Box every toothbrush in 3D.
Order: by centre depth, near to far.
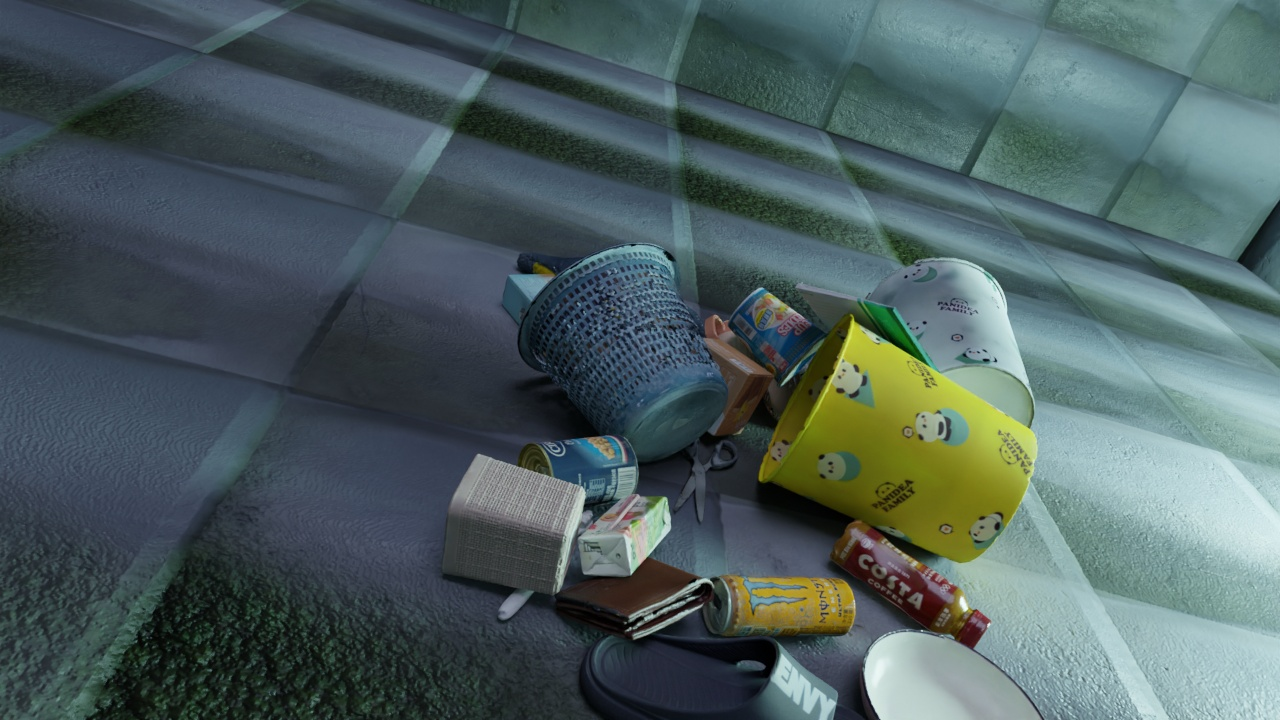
[{"bbox_3d":[-0.089,0.196,0.894,0.016,0.016,0.179,18,28,18],"label":"toothbrush"}]

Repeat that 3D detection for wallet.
[{"bbox_3d":[-0.006,0.218,0.859,0.101,0.032,0.124,6,12,43],"label":"wallet"}]

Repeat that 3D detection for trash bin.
[{"bbox_3d":[-0.007,0.006,1.097,0.226,0.227,0.195,-6,51,-38],"label":"trash bin"},{"bbox_3d":[0.307,0.102,1.100,0.255,0.230,0.229,28,30,3],"label":"trash bin"},{"bbox_3d":[0.449,0.010,1.347,0.229,0.230,0.251,16,35,-7],"label":"trash bin"}]

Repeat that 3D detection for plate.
[{"bbox_3d":[0.291,0.339,0.860,0.192,0.039,0.192,15,29,-9],"label":"plate"}]

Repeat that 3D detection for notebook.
[{"bbox_3d":[0.300,-0.023,1.160,0.150,0.012,0.209,22,-16,48],"label":"notebook"}]

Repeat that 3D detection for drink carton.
[{"bbox_3d":[-0.014,0.171,0.916,0.054,0.045,0.122,-5,10,22],"label":"drink carton"}]

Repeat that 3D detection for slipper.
[{"bbox_3d":[0.082,0.286,0.780,0.268,0.083,0.110,19,31,1],"label":"slipper"}]

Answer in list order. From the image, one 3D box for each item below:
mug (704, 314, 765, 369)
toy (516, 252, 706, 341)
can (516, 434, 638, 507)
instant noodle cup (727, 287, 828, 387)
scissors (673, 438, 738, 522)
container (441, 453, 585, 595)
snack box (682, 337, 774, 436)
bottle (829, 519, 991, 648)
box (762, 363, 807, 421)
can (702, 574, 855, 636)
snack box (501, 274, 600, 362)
[{"bbox_3d":[0.127,-0.009,1.287,0.114,0.082,0.105,53,23,-22],"label":"mug"},{"bbox_3d":[-0.029,-0.091,1.360,0.356,0.091,0.138,23,1,4],"label":"toy"},{"bbox_3d":[-0.066,0.120,0.977,0.111,0.075,0.075,-3,36,-35],"label":"can"},{"bbox_3d":[0.177,-0.036,1.221,0.110,0.099,0.099,44,35,13],"label":"instant noodle cup"},{"bbox_3d":[0.067,0.132,1.107,0.164,0.014,0.163,-9,41,-38],"label":"scissors"},{"bbox_3d":[-0.116,0.155,0.858,0.111,0.090,0.089,14,29,3],"label":"container"},{"bbox_3d":[0.101,0.034,1.191,0.093,0.094,0.077,37,18,28],"label":"snack box"},{"bbox_3d":[0.294,0.246,1.001,0.175,0.058,0.057,35,32,24],"label":"bottle"},{"bbox_3d":[0.220,0.030,1.297,0.076,0.086,0.163,31,24,-16],"label":"box"},{"bbox_3d":[0.138,0.243,0.909,0.146,0.058,0.058,7,32,-22],"label":"can"},{"bbox_3d":[-0.121,-0.058,1.271,0.074,0.052,0.175,-6,37,-36],"label":"snack box"}]
